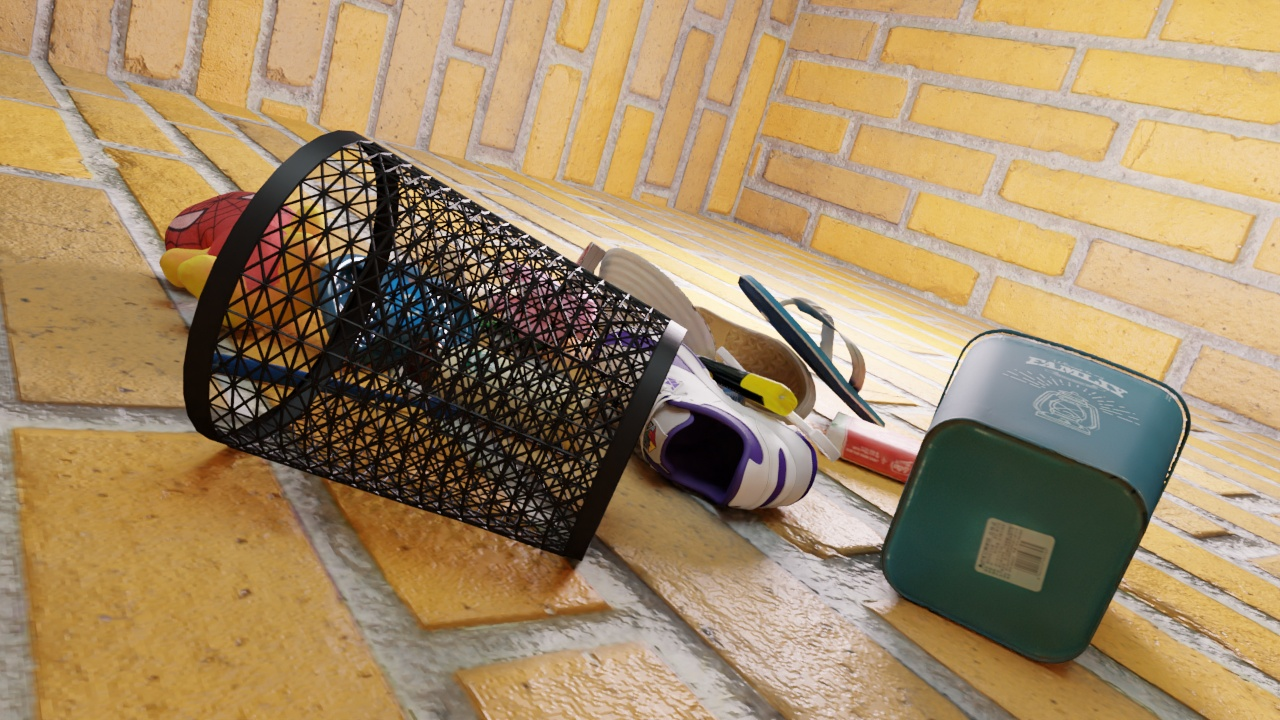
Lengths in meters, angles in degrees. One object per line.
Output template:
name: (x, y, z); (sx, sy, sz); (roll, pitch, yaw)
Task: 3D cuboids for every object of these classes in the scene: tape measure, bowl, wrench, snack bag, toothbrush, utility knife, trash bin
tape measure: (-0.062, -0.103, 1.032); (0.020, 0.060, 0.062); (33, 6, -12)
bowl: (-0.004, -0.036, 1.036); (0.177, 0.070, 0.177); (41, -20, 18)
wrench: (0.124, 0.036, 0.867); (0.047, 0.009, 0.273); (48, 1, -21)
snack bag: (0.256, 0.095, 0.987); (0.116, 0.036, 0.076); (21, 14, 14)
toothbrush: (-0.242, 0.021, 0.735); (0.190, 0.016, 0.017); (13, 7, -15)
utility knife: (0.079, 0.015, 0.864); (0.029, 0.020, 0.203); (55, -14, -27)
trash bin: (-0.114, 0.004, 0.592); (0.243, 0.217, 0.216); (24, 15, 2)
trash bin: (0.305, 0.104, 0.726); (0.197, 0.199, 0.218); (23, 22, 24)

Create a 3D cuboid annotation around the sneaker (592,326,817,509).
sneaker: (0.027, 0.051, 0.791); (0.244, 0.092, 0.111); (33, 22, 32)

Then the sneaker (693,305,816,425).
sneaker: (0.126, 0.010, 1.090); (0.235, 0.087, 0.079); (38, -7, 45)

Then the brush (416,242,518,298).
brush: (-0.191, -0.087, 1.085); (0.062, 0.077, 0.272); (43, 10, 12)

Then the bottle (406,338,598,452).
bottle: (-0.118, 0.025, 0.778); (0.162, 0.056, 0.056); (20, 15, 11)

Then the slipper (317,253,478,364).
slipper: (-0.218, -0.052, 0.862); (0.059, 0.103, 0.213); (-22, -10, 24)

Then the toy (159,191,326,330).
toy: (-0.371, -0.098, 0.863); (0.147, 0.099, 0.216); (-11, 26, -27)

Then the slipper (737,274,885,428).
slipper: (0.216, -0.011, 1.052); (0.295, 0.060, 0.118); (42, 10, -38)

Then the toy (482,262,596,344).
toy: (-0.101, -0.058, 1.060); (0.157, 0.067, 0.123); (20, 14, -40)

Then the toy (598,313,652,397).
toy: (-0.006, 0.005, 0.939); (0.087, 0.050, 0.112); (-10, 38, 41)

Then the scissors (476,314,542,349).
scissors: (-0.159, -0.040, 1.070); (0.125, 0.011, 0.131); (23, 13, 18)

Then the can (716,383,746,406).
can: (0.054, 0.032, 0.959); (0.058, 0.054, 0.100); (1, 21, -42)

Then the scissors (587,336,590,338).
scissors: (-0.007, -0.011, 1.140); (0.127, 0.014, 0.133); (16, 18, 15)
